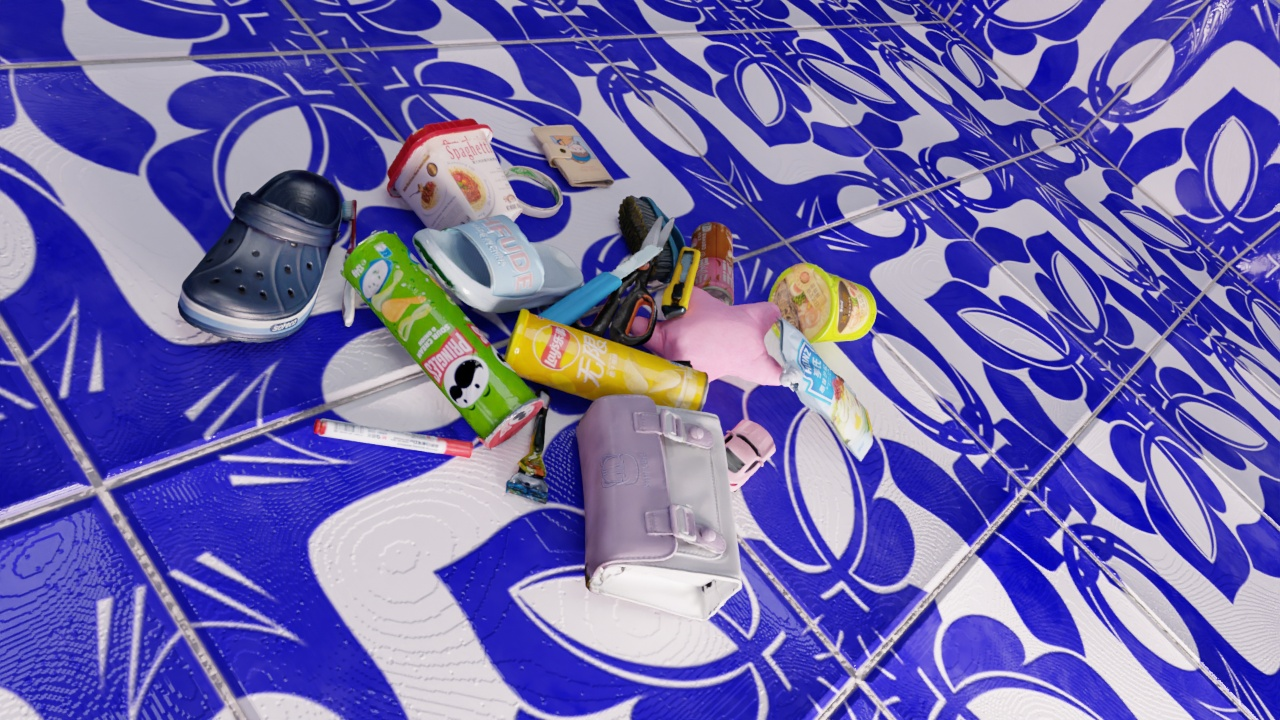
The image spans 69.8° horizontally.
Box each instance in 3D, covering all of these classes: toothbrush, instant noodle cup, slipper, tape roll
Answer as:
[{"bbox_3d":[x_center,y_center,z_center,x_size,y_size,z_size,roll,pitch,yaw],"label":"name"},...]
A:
[{"bbox_3d":[-0.309,-0.107,0.968,0.017,0.016,0.187,-1,50,-14],"label":"toothbrush"},{"bbox_3d":[-0.209,-0.197,1.057,0.116,0.117,0.124,-27,80,-46],"label":"instant noodle cup"},{"bbox_3d":[0.256,-0.072,1.255,0.123,0.112,0.111,3,49,-42],"label":"instant noodle cup"},{"bbox_3d":[-0.140,-0.110,1.010,0.104,0.074,0.244,52,27,19],"label":"slipper"},{"bbox_3d":[-0.350,-0.117,0.892,0.105,0.095,0.252,22,38,-11],"label":"slipper"},{"bbox_3d":[-0.142,-0.219,1.192,0.085,0.014,0.085,19,43,-19],"label":"tape roll"}]

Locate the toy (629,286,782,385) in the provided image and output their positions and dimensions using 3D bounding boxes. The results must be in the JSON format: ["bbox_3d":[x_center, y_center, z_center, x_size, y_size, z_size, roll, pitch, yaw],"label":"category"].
[{"bbox_3d":[0.086,-0.033,1.103,0.194,0.075,0.178,-12,57,-19],"label":"toy"}]

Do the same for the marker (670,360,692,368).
[{"bbox_3d":[-0.006,0.006,1.027,0.131,0.018,0.022,5,65,-1],"label":"marker"}]

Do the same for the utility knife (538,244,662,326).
[{"bbox_3d":[-0.051,-0.081,1.068,0.034,0.018,0.224,40,57,18],"label":"utility knife"}]

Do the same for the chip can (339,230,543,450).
[{"bbox_3d":[-0.198,-0.022,0.906,0.236,0.072,0.072,48,42,9],"label":"chip can"}]

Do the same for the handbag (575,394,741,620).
[{"bbox_3d":[0.015,0.136,0.896,0.145,0.099,0.196,12,45,-17],"label":"handbag"}]

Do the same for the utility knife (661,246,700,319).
[{"bbox_3d":[0.049,-0.098,1.116,0.033,0.015,0.156,3,38,11],"label":"utility knife"}]

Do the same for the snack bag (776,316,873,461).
[{"bbox_3d":[0.220,0.034,1.114,0.191,0.039,0.110,43,43,-33],"label":"snack bag"}]

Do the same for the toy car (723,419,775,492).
[{"bbox_3d":[0.113,0.104,1.035,0.056,0.037,0.122,45,40,9],"label":"toy car"}]

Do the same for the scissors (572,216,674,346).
[{"bbox_3d":[-0.017,-0.107,1.114,0.152,0.022,0.234,-4,49,0],"label":"scissors"}]

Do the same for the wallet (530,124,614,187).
[{"bbox_3d":[-0.098,-0.285,1.281,0.087,0.024,0.115,-9,58,-46],"label":"wallet"}]

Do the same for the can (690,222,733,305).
[{"bbox_3d":[0.095,-0.121,1.223,0.058,0.058,0.147,21,42,-16],"label":"can"}]

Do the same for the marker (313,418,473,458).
[{"bbox_3d":[-0.226,0.072,0.849,0.145,0.017,0.017,12,45,-25],"label":"marker"}]

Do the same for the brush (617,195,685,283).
[{"bbox_3d":[0.022,-0.160,1.213,0.073,0.055,0.143,2,49,-31],"label":"brush"}]

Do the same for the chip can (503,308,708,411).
[{"bbox_3d":[-0.038,0.012,0.976,0.213,0.072,0.071,19,42,-9],"label":"chip can"}]

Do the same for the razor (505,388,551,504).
[{"bbox_3d":[-0.103,0.078,0.923,0.042,0.022,0.142,22,41,-17],"label":"razor"}]
